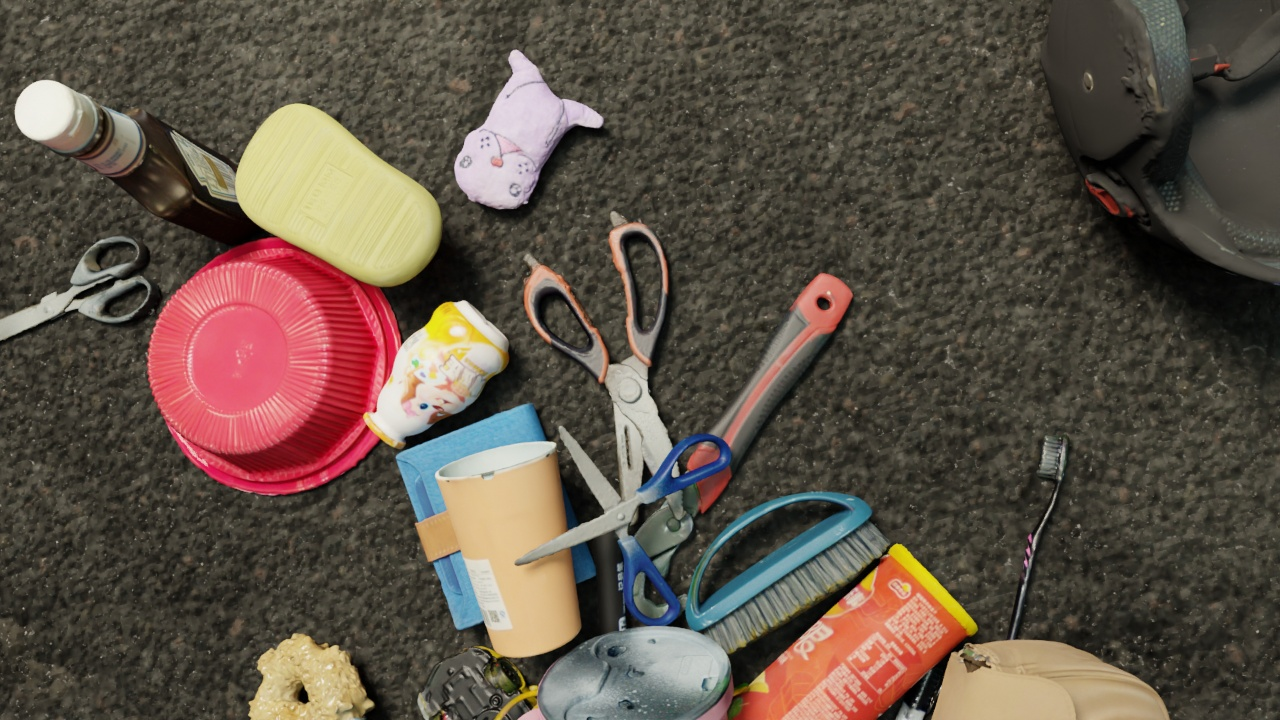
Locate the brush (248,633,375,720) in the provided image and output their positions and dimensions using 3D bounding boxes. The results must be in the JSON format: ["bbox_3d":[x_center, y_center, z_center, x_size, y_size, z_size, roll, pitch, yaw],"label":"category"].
[{"bbox_3d":[-0.157,0.257,0.603,0.255,0.046,0.083,18,76,21],"label":"brush"}]

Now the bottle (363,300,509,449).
[{"bbox_3d":[-0.144,0.012,0.641,0.063,0.063,0.108,43,90,8],"label":"bottle"}]

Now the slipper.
[{"bbox_3d":[-0.206,-0.106,0.649,0.190,0.081,0.091,33,85,26],"label":"slipper"}]

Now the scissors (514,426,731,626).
[{"bbox_3d":[-0.003,0.098,0.589,0.162,0.012,0.173,-41,120,-21],"label":"scissors"}]

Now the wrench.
[{"bbox_3d":[0.065,0.059,0.639,0.056,0.016,0.273,30,89,4],"label":"wrench"}]

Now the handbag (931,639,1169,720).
[{"bbox_3d":[0.231,0.272,0.548,0.147,0.100,0.204,21,87,-18],"label":"handbag"}]

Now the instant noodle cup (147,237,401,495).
[{"bbox_3d":[-0.272,0.000,0.656,0.194,0.066,0.193,-1,84,5],"label":"instant noodle cup"}]

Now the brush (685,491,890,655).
[{"bbox_3d":[0.089,0.133,0.609,0.144,0.055,0.073,-35,83,2],"label":"brush"}]

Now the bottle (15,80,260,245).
[{"bbox_3d":[-0.323,-0.130,0.606,0.044,0.195,0.080,-35,82,1],"label":"bottle"}]

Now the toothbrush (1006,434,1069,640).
[{"bbox_3d":[0.256,0.140,0.613,0.018,0.014,0.189,15,87,17],"label":"toothbrush"}]

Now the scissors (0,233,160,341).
[{"bbox_3d":[-0.455,-0.049,0.707,0.175,0.014,0.136,13,87,10],"label":"scissors"}]

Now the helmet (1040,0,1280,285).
[{"bbox_3d":[0.361,-0.174,0.525,0.234,0.230,0.274,-23,93,12],"label":"helmet"}]

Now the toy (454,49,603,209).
[{"bbox_3d":[-0.088,-0.157,0.664,0.084,0.039,0.108,35,88,-1],"label":"toy"}]

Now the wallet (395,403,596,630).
[{"bbox_3d":[-0.102,0.108,0.642,0.106,0.040,0.133,-21,83,-1],"label":"wallet"}]

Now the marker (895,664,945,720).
[{"bbox_3d":[0.171,0.261,0.608,0.022,0.018,0.130,23,87,-2],"label":"marker"}]

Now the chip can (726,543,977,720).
[{"bbox_3d":[0.114,0.217,0.591,0.216,0.073,0.073,-44,82,0],"label":"chip can"}]

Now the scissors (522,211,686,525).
[{"bbox_3d":[-0.020,0.003,0.648,0.215,0.015,0.195,31,86,10],"label":"scissors"}]

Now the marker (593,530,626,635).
[{"bbox_3d":[-0.021,0.175,0.627,0.022,0.020,0.132,-2,93,6],"label":"marker"}]

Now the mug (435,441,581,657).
[{"bbox_3d":[-0.079,0.121,0.587,0.078,0.078,0.123,-11,96,5],"label":"mug"}]

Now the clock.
[{"bbox_3d":[-0.018,0.218,0.560,0.159,0.117,0.060,-5,104,16],"label":"clock"}]

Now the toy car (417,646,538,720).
[{"bbox_3d":[-0.084,0.262,0.622,0.071,0.041,0.156,-43,76,1],"label":"toy car"}]
